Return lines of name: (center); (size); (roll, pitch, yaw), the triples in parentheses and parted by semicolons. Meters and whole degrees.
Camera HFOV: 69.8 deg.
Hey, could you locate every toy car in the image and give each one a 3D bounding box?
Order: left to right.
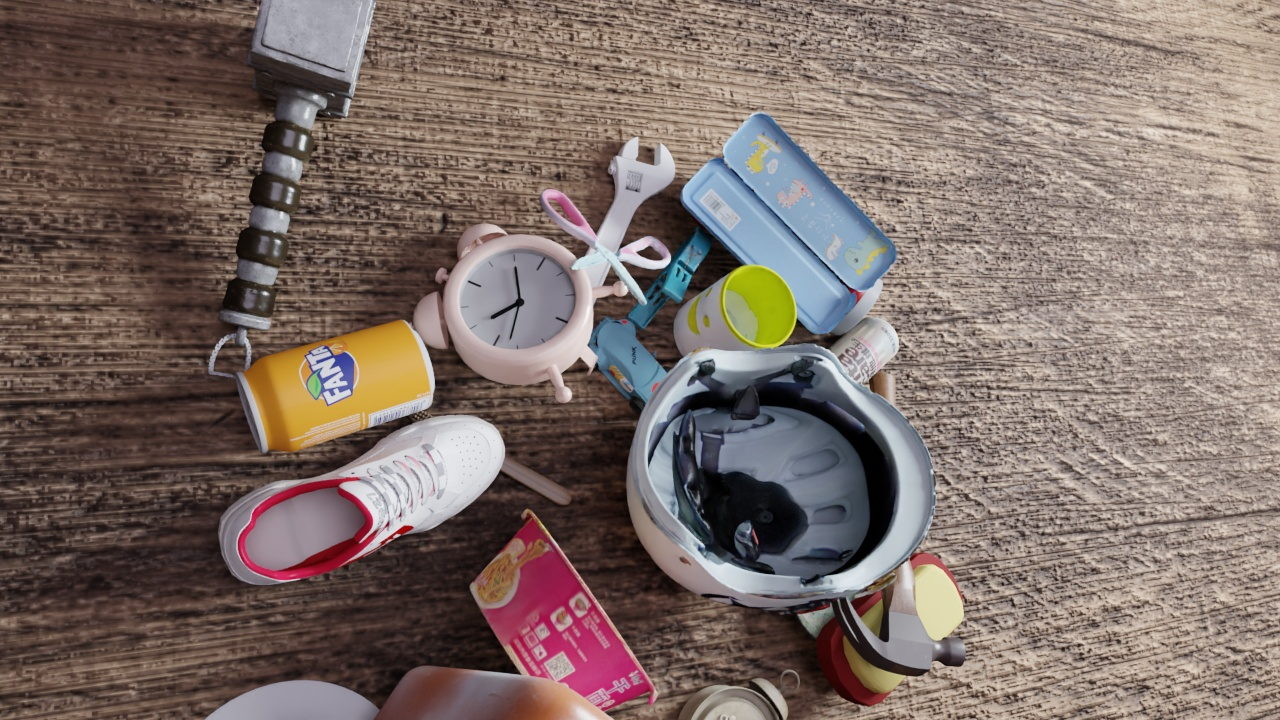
toy car: (-0.005, 0.005, 0.892); (0.108, 0.028, 0.060); (48, 63, -6)

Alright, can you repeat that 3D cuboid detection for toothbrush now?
toothbrush: (-0.133, 0.087, 0.821); (0.167, 0.016, 0.016); (32, 67, -15)

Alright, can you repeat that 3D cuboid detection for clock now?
clock: (-0.111, -0.042, 0.830); (0.160, 0.086, 0.130); (25, 66, 2)
clock: (0.090, 0.331, 0.838); (0.140, 0.055, 0.093); (-33, 92, -20)

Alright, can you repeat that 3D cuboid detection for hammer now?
hammer: (-0.297, -0.145, 0.752); (0.079, 0.177, 0.326); (14, 90, -21)
hammer: (0.248, 0.148, 0.909); (0.115, 0.033, 0.322); (11, 53, -5)

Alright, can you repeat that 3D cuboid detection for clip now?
clip: (0.032, -0.084, 0.928); (0.027, 0.104, 0.120); (42, 57, -13)

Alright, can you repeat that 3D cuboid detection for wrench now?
wrench: (-0.036, -0.113, 0.916); (0.066, 0.018, 0.272); (30, 68, -15)

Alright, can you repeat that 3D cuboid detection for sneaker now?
sneaker: (-0.206, 0.109, 0.724); (0.236, 0.104, 0.090); (-18, 95, -27)

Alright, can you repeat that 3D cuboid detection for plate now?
plate: (-0.266, 0.342, 0.693); (0.188, 0.016, 0.188); (6, 74, -23)

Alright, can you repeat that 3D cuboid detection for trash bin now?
trash bin: (-0.094, 0.319, 0.630); (0.181, 0.260, 0.157); (43, 57, -18)

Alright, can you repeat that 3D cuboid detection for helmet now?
helmet: (0.115, 0.119, 0.831); (0.264, 0.164, 0.236); (4, 62, -8)

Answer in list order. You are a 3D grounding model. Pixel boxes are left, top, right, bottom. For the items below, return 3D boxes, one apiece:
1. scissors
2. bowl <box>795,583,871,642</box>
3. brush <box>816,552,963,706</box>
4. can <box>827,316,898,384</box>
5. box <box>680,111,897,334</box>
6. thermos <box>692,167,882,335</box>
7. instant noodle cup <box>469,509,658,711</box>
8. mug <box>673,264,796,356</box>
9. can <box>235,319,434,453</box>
scissors: (-0.024, -0.105, 0.861); (0.173, 0.014, 0.170); (4, 37, -44)
bowl: (0.203, 0.217, 0.926); (0.157, 0.039, 0.157); (6, 74, -23)
brush: (0.250, 0.258, 0.889); (0.173, 0.042, 0.082); (-31, 91, -28)
can: (0.217, 0.008, 0.978); (0.135, 0.054, 0.054); (-37, 94, -28)
box: (0.149, -0.135, 0.914); (0.209, 0.021, 0.125); (44, 81, -7)
thermos: (0.158, -0.122, 0.976); (0.198, 0.084, 0.107); (38, 32, -9)
instant noodle cup: (-0.069, 0.216, 0.739); (0.077, 0.179, 0.178); (-35, 93, -12)
mug: (0.091, -0.039, 0.903); (0.082, 0.106, 0.082); (6, 74, -23)
can: (-0.246, 0.021, 0.749); (0.142, 0.079, 0.079); (-19, 85, -27)
